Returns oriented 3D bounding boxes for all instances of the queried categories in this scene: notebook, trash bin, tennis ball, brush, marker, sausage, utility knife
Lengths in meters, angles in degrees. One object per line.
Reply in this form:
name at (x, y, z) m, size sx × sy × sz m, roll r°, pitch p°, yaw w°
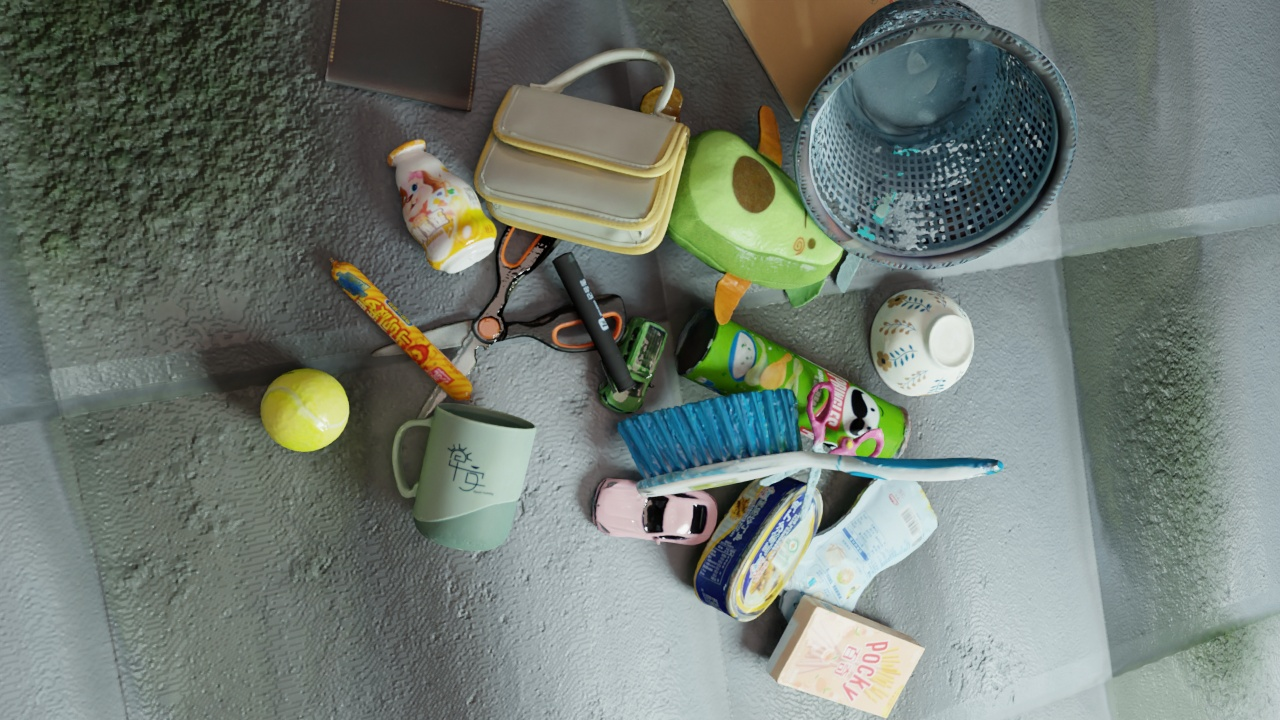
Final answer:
notebook at (0.193, -0.358, 0.930) m, size 0.207 × 0.008 × 0.148 m, roll -38°, pitch 103°, yaw -17°
trash bin at (0.258, -0.228, 0.838) m, size 0.226 × 0.227 × 0.194 m, roll 37°, pitch 37°, yaw -18°
tennis ball at (-0.264, 0.039, 0.722) m, size 0.065 × 0.065 × 0.065 m, roll 0°, pitch 90°, yaw -22°
brush at (0.140, 0.074, 0.797) m, size 0.315 × 0.060 × 0.109 m, roll -12°, pitch 70°, yaw 10°
marker at (-0.042, -0.033, 0.807) m, size 0.022 × 0.020 × 0.132 m, roll -24°, pitch 96°, yaw 13°
sausage at (-0.198, -0.024, 0.762) m, size 0.165 × 0.021 × 0.021 m, roll 46°, pitch 75°, yaw -7°
utility knife at (0.250, -0.162, 0.950) m, size 0.029 × 0.013 × 0.209 m, roll 30°, pitch 80°, yaw -19°

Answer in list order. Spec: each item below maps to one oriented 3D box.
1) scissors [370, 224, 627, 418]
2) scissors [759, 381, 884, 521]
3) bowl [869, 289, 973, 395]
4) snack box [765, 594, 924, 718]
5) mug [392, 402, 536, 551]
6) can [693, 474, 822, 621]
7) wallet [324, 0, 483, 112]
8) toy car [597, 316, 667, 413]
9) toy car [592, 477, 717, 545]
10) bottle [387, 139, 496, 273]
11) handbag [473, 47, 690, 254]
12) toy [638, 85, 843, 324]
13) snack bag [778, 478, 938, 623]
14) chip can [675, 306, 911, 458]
scissors at (-0.118, -0.044, 0.806) m, size 0.220 × 0.022 × 0.222 m, roll 5°, pitch 86°, yaw -16°
scissors at (0.164, 0.079, 0.843) m, size 0.133 × 0.017 × 0.128 m, roll -22°, pitch 104°, yaw -15°
bowl at (0.301, -0.019, 0.946) m, size 0.113 × 0.062 × 0.113 m, roll 0°, pitch 89°, yaw -21°
snack box at (0.205, 0.296, 0.911) m, size 0.157 × 0.026 × 0.084 m, roll 26°, pitch 93°, yaw -26°
mug at (-0.152, 0.093, 0.758) m, size 0.112 × 0.082 × 0.106 m, roll 14°, pitch 95°, yaw 1°
can at (0.113, 0.174, 0.867) m, size 0.148 × 0.049 × 0.074 m, roll -52°, pitch 125°, yaw -18°
wallet at (-0.197, -0.268, 0.772) m, size 0.122 × 0.020 × 0.096 m, roll 8°, pitch 82°, yaw -20°
toy car at (-0.005, 0.005, 0.841) m, size 0.043 × 0.036 × 0.091 m, roll 23°, pitch 86°, yaw -21°
toy car at (0.015, 0.141, 0.849) m, size 0.122 × 0.037 × 0.056 m, roll 10°, pitch 85°, yaw -20°
bottle at (-0.168, -0.129, 0.761) m, size 0.063 × 0.063 × 0.108 m, roll -31°, pitch 90°, yaw -19°
handbag at (-0.042, -0.193, 0.778) m, size 0.163 × 0.063 × 0.178 m, roll 14°, pitch 79°, yaw 6°
toy at (0.089, -0.140, 0.846) m, size 0.246 × 0.090 × 0.226 m, roll 22°, pitch 76°, yaw -21°
snack bag at (0.214, 0.197, 0.923) m, size 0.190 × 0.039 × 0.110 m, roll -38°, pitch 120°, yaw -13°
chip can at (0.146, 0.030, 0.881) m, size 0.236 × 0.072 × 0.072 m, roll 26°, pitch 81°, yaw -19°
